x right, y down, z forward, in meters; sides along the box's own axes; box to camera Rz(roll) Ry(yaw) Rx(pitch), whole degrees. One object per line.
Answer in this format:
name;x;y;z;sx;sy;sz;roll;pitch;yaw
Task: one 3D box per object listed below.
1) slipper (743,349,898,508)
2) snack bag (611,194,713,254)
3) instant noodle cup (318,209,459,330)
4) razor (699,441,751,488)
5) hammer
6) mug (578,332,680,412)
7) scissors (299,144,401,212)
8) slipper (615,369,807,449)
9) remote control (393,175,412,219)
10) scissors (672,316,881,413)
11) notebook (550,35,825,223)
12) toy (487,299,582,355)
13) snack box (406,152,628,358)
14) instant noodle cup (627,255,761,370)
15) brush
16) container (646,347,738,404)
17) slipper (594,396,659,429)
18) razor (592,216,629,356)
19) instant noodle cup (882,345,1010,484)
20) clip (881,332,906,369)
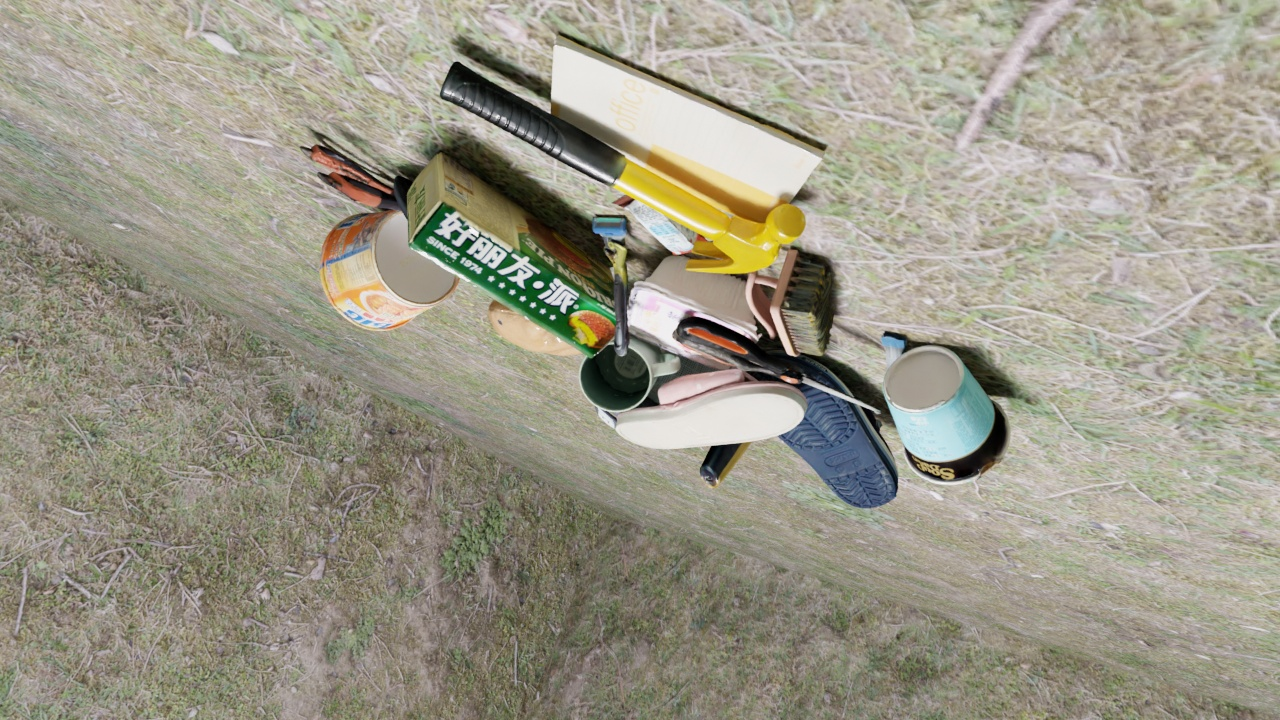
slipper;0.230;0.071;1.108;0.105;0.095;0.253;-32;110;31
snack bag;0.022;-0.126;0.836;0.048;0.026;0.104;-18;141;37
instant noodle cup;-0.297;-0.117;1.120;0.151;0.151;0.112;33;154;-35
razor;0.129;0.093;1.173;0.062;0.167;0.067;1;137;48
hammer;-0.019;-0.152;0.742;0.300;0.032;0.129;27;158;-12
mug;-0.006;0.006;1.076;0.112;0.082;0.106;-7;-170;12
scissors;-0.276;-0.178;1.031;0.197;0.015;0.213;37;-167;9
slipper;0.077;0.055;1.063;0.114;0.054;0.275;30;150;-32
remote control;-0.234;-0.155;0.983;0.053;0.024;0.136;26;-161;-45
scissors;0.142;0.008;0.914;0.235;0.021;0.125;18;165;14
notebook;0.026;-0.169;0.712;0.206;0.010;0.146;23;165;-2
toy;-0.119;-0.048;1.109;0.143;0.082;0.225;3;180;19
snack box;-0.125;-0.106;0.946;0.240;0.063;0.114;32;-157;-33
instant noodle cup;0.058;-0.053;0.977;0.138;0.060;0.174;22;164;1
brush;0.143;-0.047;0.871;0.073;0.063;0.145;12;164;20
container;0.060;0.022;1.184;0.111;0.090;0.090;31;163;-20
slipper;-0.006;0.067;1.268;0.110;0.083;0.267;50;-163;19
razor;-0.021;-0.074;0.926;0.043;0.143;0.022;8;-161;43
instant noodle cup;0.300;0.048;0.915;0.111;0.111;0.120;9;152;41
clip;0.259;-0.011;0.926;0.024;0.028;0.057;11;153;29
